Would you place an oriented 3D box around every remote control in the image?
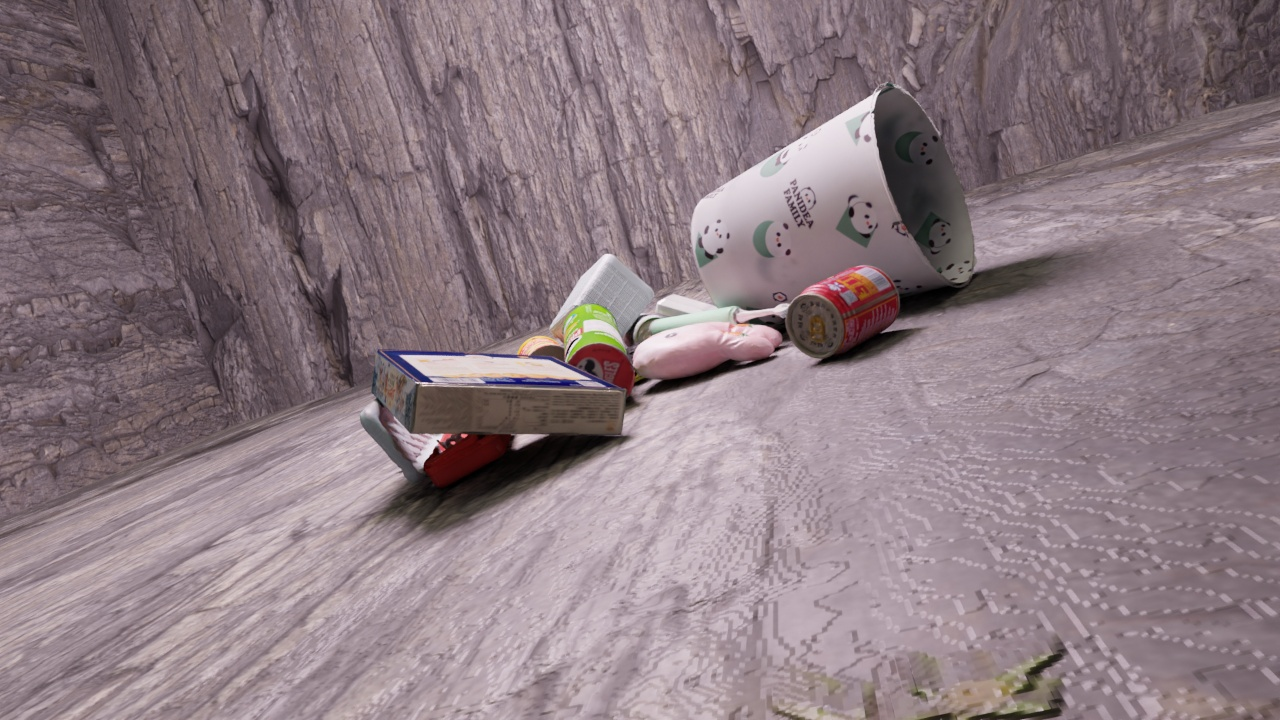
[{"bbox_3d":[0.083,-0.060,1.203,0.125,0.024,0.048,19,23,20],"label":"remote control"}]

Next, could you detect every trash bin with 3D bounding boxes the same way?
[{"bbox_3d":[0.210,-0.151,1.041,0.253,0.229,0.228,-21,4,37],"label":"trash bin"}]

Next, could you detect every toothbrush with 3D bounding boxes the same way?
[{"bbox_3d":[0.088,-0.046,1.035,0.225,0.027,0.026,-7,53,52],"label":"toothbrush"}]

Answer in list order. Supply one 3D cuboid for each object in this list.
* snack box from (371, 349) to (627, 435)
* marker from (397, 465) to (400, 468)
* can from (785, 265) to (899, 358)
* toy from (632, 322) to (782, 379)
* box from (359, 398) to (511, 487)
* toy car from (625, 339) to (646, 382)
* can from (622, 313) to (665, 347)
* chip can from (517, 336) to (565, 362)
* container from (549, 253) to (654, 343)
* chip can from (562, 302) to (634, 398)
[{"bbox_3d":[-0.131,0.027,0.814,0.177,0.046,0.183,2,8,-26],"label":"snack box"},{"bbox_3d":[-0.220,0.091,1.039,0.017,0.017,0.145,-14,8,35],"label":"marker"},{"bbox_3d":[0.182,-0.044,0.830,0.093,0.066,0.067,-24,9,-41],"label":"can"},{"bbox_3d":[0.068,-0.013,0.975,0.160,0.054,0.121,-8,10,19],"label":"toy"},{"bbox_3d":[-0.191,0.055,0.885,0.110,0.100,0.201,-29,8,-2],"label":"box"},{"bbox_3d":[-0.006,0.006,1.090,0.048,0.032,0.105,-23,17,16],"label":"toy car"},{"bbox_3d":[0.011,-0.035,1.266,0.058,0.058,0.147,-19,7,-6],"label":"can"},{"bbox_3d":[-0.128,0.008,1.244,0.073,0.073,0.216,-19,8,-9],"label":"chip can"},{"bbox_3d":[-0.055,-0.066,1.234,0.090,0.090,0.111,-38,16,48],"label":"container"},{"bbox_3d":[-0.051,-0.010,1.026,0.072,0.072,0.236,-18,15,-1],"label":"chip can"}]
